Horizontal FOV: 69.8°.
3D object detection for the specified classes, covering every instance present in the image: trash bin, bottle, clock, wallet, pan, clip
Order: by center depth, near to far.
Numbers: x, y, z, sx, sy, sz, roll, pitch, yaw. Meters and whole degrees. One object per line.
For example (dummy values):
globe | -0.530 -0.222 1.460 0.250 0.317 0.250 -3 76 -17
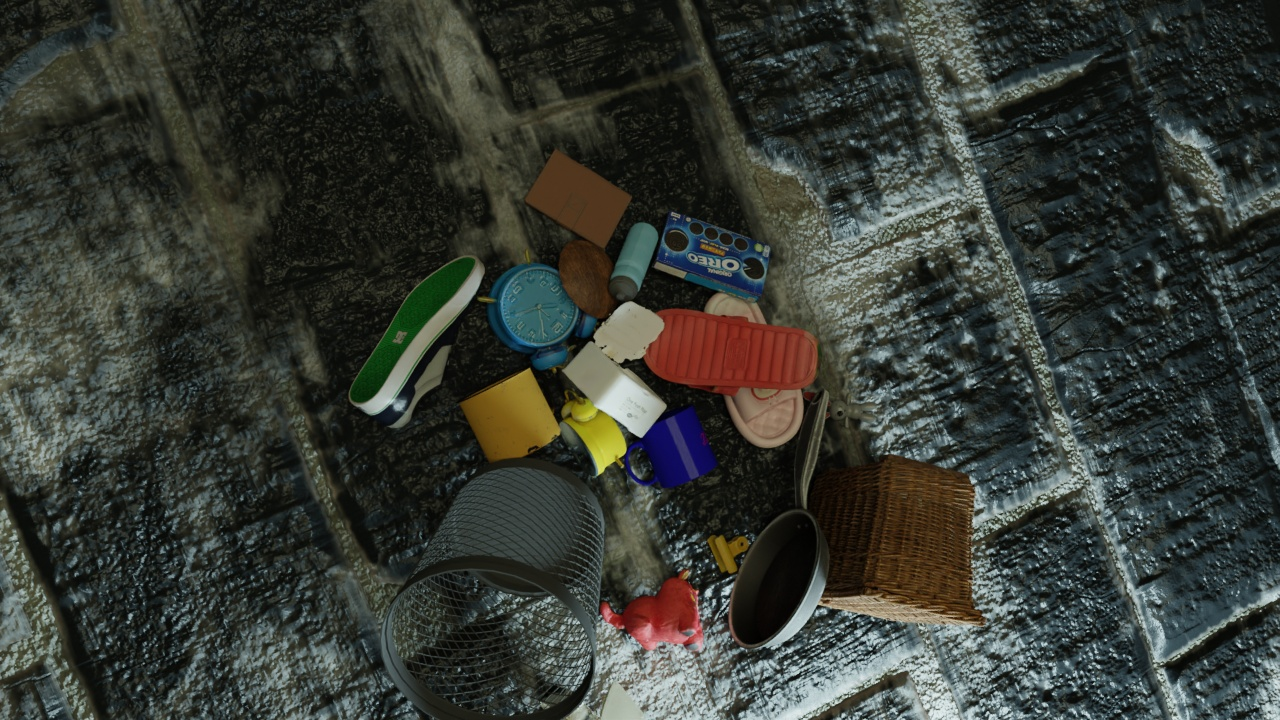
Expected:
trash bin | -0.145 0.247 1.017 0.218 0.227 0.218 2 116 4
clock | -0.067 0.089 1.156 0.057 0.083 0.119 -32 97 -19
clock | -0.119 -0.055 1.162 0.161 0.060 0.116 43 77 -11
bottle | -0.010 -0.123 1.172 0.040 0.040 0.129 29 47 -11
pan | 0.200 0.201 1.179 0.055 0.188 0.356 29 67 -14
wallet | -0.081 -0.211 1.205 0.121 0.013 0.087 30 76 -10
clip | 0.121 0.252 1.220 0.049 0.044 0.054 -24 91 11

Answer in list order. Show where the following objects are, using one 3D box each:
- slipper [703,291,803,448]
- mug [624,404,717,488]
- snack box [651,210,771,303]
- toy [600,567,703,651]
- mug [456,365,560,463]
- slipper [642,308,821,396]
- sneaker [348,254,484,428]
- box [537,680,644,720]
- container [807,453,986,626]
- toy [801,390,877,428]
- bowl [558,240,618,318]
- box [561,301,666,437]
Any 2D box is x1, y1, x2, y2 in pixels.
slipper | 0.153 0.007 1.228 0.106 0.056 0.221 -21 88 -15
mug | 0.032 0.116 1.183 0.111 0.079 0.083 -23 92 -3
snack box | 0.096 -0.137 1.221 0.150 0.027 0.082 17 64 -7
toy | 0.016 0.319 1.183 0.133 0.088 0.093 3 52 5
mug | -0.151 0.066 1.133 0.123 0.101 0.094 -31 97 -43
slipper | 0.115 -0.007 1.169 0.249 0.059 0.103 10 85 28
sneaker | -0.257 -0.023 1.127 0.234 0.084 0.079 -59 135 -18
box | -0.027 0.440 1.096 0.143 0.187 0.070 49 65 -11
container | 0.305 0.228 1.167 0.162 0.250 0.183 16 73 -13
toy | 0.273 0.068 1.268 0.111 0.030 0.049 5 89 -10
bowl | -0.057 -0.109 1.163 0.102 0.026 0.114 41 39 -27
box | -0.010 0.000 1.144 0.136 0.121 0.109 -47 133 2
